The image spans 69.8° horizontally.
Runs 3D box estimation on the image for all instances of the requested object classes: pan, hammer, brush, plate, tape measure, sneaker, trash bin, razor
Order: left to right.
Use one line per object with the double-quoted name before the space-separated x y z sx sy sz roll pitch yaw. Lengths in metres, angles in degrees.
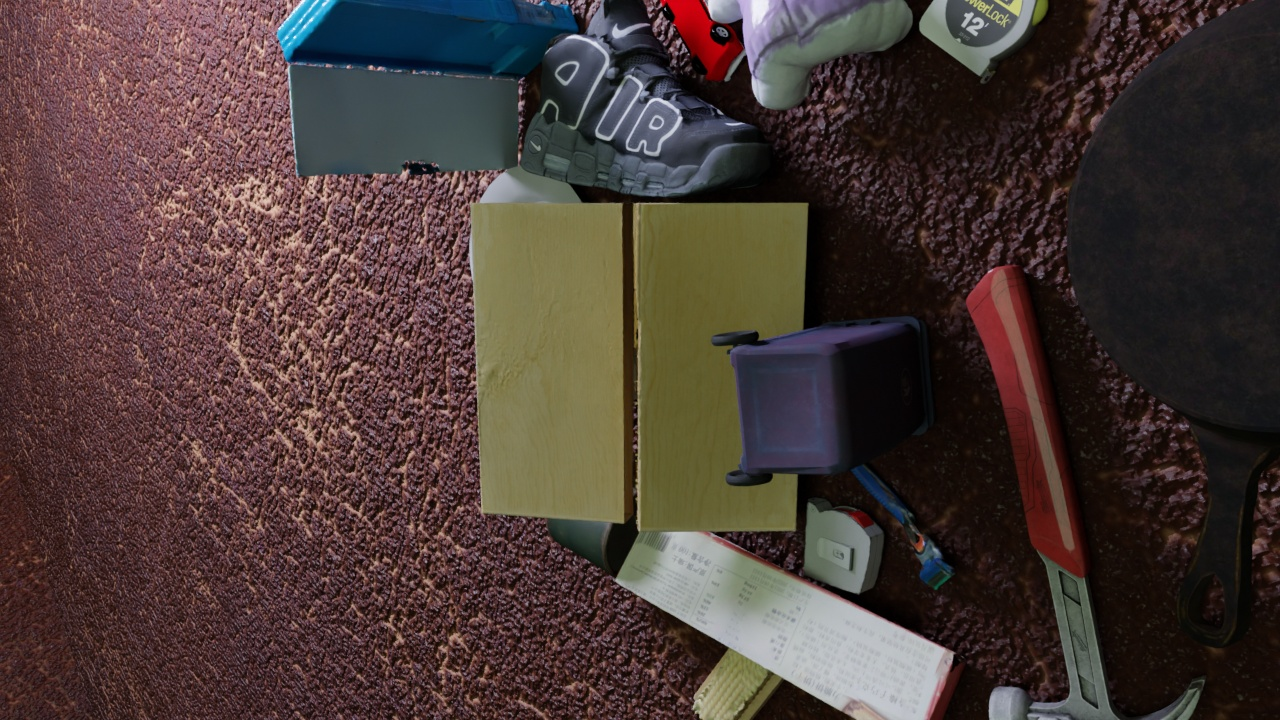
"plate" -0.099 -0.098 0.871 0.173 0.019 0.173 8 103 40
"sneaker" 0.005 -0.209 0.707 0.253 0.097 0.151 19 115 44
"brush" 0.085 0.266 0.764 0.049 0.039 0.117 43 121 26
"trash bin" 0.125 0.020 0.604 0.092 0.160 0.094 -3 95 35
"tape measure" 0.151 0.140 0.692 0.062 0.020 0.060 13 106 48
"razor" 0.178 0.101 0.668 0.141 0.018 0.044 54 163 22
"tape measure" 0.217 -0.218 0.579 0.064 0.016 0.065 48 125 24
"hammer" 0.265 0.094 0.586 0.126 0.036 0.315 -12 89 39
"pan" 0.312 -0.002 0.475 0.249 0.043 0.356 27 124 56

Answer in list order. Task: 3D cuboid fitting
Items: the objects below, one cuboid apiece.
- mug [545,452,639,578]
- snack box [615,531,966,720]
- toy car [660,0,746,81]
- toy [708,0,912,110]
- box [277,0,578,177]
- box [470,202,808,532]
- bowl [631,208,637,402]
"mug" -0.028 0.125 0.807 0.081 0.084 0.111 20 110 39
"snack box" 0.106 0.199 0.711 0.273 0.044 0.076 20 79 36
"toy car" 0.047 -0.261 0.712 0.089 0.025 0.038 65 147 17
"toy" 0.089 -0.287 0.630 0.138 0.085 0.209 -26 80 40
"box" -0.179 -0.242 0.766 0.075 0.242 0.167 45 125 23
"box" -0.003 0.004 0.703 0.257 0.076 0.247 2 100 11
"bowl" -0.010 -0.042 0.759 0.174 0.067 0.174 7 103 32
